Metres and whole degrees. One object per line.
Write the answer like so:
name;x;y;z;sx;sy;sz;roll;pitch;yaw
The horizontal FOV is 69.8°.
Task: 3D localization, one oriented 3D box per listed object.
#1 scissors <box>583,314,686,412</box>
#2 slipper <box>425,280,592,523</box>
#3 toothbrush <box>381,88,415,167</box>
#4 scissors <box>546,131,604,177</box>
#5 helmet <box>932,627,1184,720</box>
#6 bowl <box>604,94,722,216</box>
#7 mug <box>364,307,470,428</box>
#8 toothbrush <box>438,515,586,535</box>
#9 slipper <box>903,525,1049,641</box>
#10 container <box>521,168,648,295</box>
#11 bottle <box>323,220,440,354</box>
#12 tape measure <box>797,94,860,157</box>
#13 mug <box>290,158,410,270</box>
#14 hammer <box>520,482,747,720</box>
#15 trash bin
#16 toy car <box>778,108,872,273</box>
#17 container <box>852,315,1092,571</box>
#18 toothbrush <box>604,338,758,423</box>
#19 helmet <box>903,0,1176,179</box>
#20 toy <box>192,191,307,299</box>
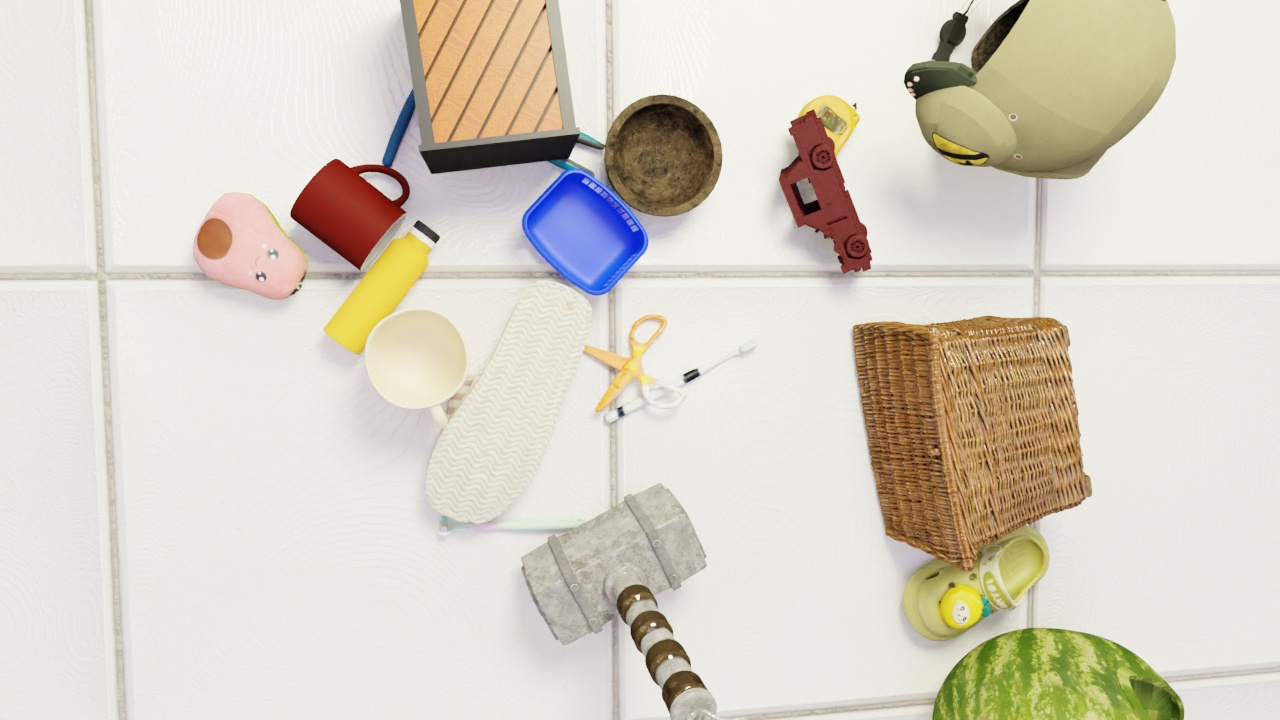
scissors;-0.003;0.010;0.975;0.131;0.011;0.125;39;83;2
slipper;-0.136;0.040;0.941;0.115;0.052;0.263;27;93;-9
toothbrush;-0.226;-0.273;0.922;0.014;0.014;0.167;23;90;-14
scissors;-0.109;-0.227;0.944;0.133;0.019;0.146;-23;98;-9
helmet;0.438;0.400;0.975;0.244;0.246;0.213;-1;117;30
bowl;0.019;-0.207;0.949;0.121;0.056;0.121;-1;94;-10
mug;-0.213;0.009;0.899;0.096;0.100;0.120;-20;95;-11
toothbrush;-0.134;0.173;0.968;0.154;0.015;0.022;0;59;-10
slipper;0.393;0.257;1.037;0.190;0.081;0.091;-27;100;-10
container;-0.059;-0.129;0.939;0.114;0.058;0.096;43;86;-10
bottle;-0.254;-0.075;0.915;0.043;0.043;0.143;38;87;-10
tape measure;0.201;-0.257;0.993;0.059;0.030;0.068;35;87;-13
mug;-0.275;-0.153;0.897;0.082;0.073;0.105;38;63;-10
hammer;0.007;0.246;0.844;0.177;0.326;0.079;-27;115;-8
trash bin;-0.143;-0.278;0.855;0.139;0.140;0.172;-8;95;-8
toy car;0.191;-0.172;0.969;0.062;0.070;0.170;-20;108;19
container;0.358;0.065;0.981;0.183;0.162;0.250;-13;97;-13
toothbrush;0.045;0.021;0.989;0.186;0.017;0.012;-27;85;-7
helmet;0.383;-0.290;0.898;0.233;0.256;0.250;27;90;-8
toy;-0.373;-0.106;0.888;0.110;0.051;0.090;32;89;-12
